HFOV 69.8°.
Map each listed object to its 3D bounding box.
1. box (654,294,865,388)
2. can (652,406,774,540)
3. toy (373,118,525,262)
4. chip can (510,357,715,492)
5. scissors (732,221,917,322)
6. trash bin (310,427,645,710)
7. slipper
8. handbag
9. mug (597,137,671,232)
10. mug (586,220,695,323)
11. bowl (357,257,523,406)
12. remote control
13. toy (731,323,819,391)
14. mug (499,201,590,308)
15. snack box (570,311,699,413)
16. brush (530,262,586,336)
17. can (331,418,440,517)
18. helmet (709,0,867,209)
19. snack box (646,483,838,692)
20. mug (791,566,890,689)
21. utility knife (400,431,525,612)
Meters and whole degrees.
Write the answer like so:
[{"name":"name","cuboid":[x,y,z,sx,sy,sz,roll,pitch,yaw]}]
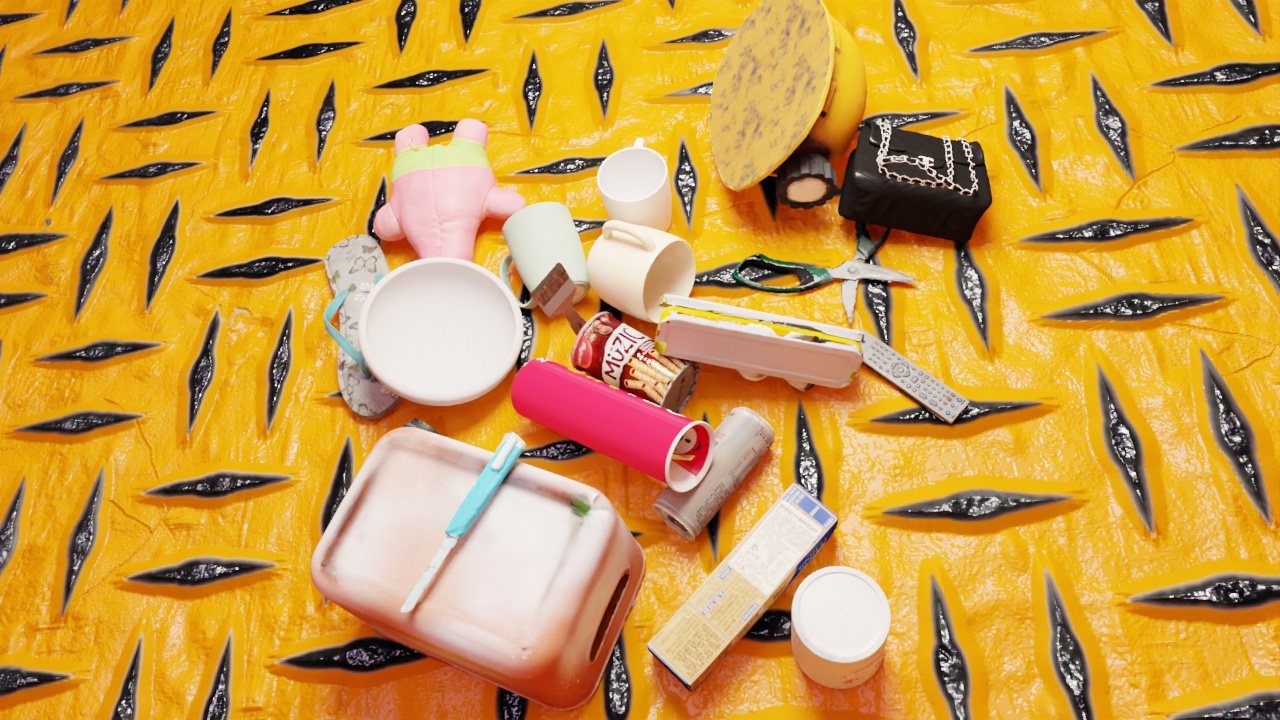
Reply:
[{"name":"box","cuboid":[0.119,-0.026,0.925,0.210,0.067,0.070,10,70,-1]},{"name":"can","cuboid":[0.074,0.110,0.909,0.054,0.054,0.135,35,72,26]},{"name":"toy","cuboid":[-0.236,-0.178,1.117,0.192,0.097,0.236,-7,74,3]},{"name":"chip can","cuboid":[-0.033,0.059,0.918,0.221,0.069,0.069,21,65,38]},{"name":"scissors","cuboid":[0.217,-0.132,1.044,0.202,0.015,0.203,10,62,17]},{"name":"trash bin","cuboid":[-0.145,0.187,0.848,0.260,0.157,0.181,17,65,18]},{"name":"slipper","cuboid":[-0.322,-0.057,1.081,0.098,0.055,0.268,-18,58,-3]},{"name":"handbag","cuboid":[0.306,-0.215,1.007,0.154,0.115,0.124,10,56,4]},{"name":"mug","cuboid":[-0.001,-0.204,1.082,0.081,0.088,0.114,0,61,11]},{"name":"mug","cuboid":[-0.009,-0.109,1.012,0.100,0.120,0.096,24,62,33]},{"name":"bowl","cuboid":[-0.221,-0.024,1.022,0.176,0.066,0.176,4,64,-9]},{"name":"remote control","cuboid":[0.273,0.015,0.949,0.136,0.013,0.033,38,73,27]},{"name":"toy","cuboid":[0.129,-0.010,0.976,0.123,0.038,0.079,12,60,7]},{"name":"mug","cuboid":[-0.115,-0.109,1.063,0.111,0.084,0.104,-31,69,24]},{"name":"snack box","cuboid":[-0.006,0.006,0.974,0.121,0.072,0.072,30,70,24]},{"name":"brush","cuboid":[-0.075,-0.053,0.978,0.008,0.143,0.045,35,80,27]},{"name":"can","cuboid":[-0.264,0.127,0.963,0.054,0.054,0.137,26,68,23]},{"name":"helmet","cuboid":[0.189,-0.296,1.065,0.131,0.206,0.255,17,59,-29]},{"name":"snack box","cuboid":[0.097,0.209,0.849,0.056,0.057,0.206,39,74,23]},{"name":"mug","cuboid":[0.171,0.231,0.792,0.082,0.105,0.082,-5,59,8]},{"name":"utility knife","cuboid":[-0.152,0.134,0.778,0.022,0.015,0.176,24,66,23]}]
